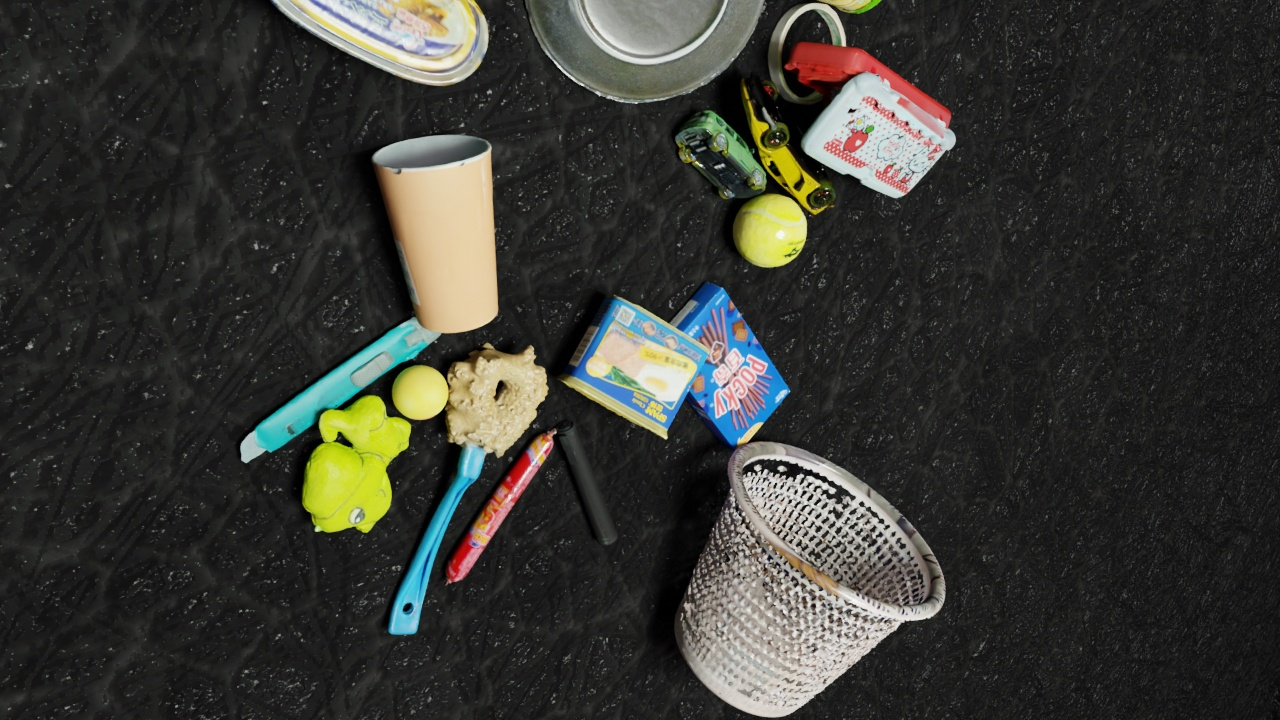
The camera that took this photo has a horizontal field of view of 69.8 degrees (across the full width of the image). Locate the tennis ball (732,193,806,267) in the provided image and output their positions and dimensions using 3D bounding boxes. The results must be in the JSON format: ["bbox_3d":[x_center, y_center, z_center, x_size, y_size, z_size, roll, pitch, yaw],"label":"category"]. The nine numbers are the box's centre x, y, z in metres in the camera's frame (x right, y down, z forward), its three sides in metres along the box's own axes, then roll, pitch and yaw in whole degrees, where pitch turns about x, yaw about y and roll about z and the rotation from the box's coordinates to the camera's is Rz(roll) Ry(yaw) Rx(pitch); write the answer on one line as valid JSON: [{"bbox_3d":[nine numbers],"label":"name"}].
[{"bbox_3d":[0.115,-0.115,0.816,0.065,0.065,0.065,-14,115,-33],"label":"tennis ball"}]

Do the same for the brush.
[{"bbox_3d":[-0.145,0.101,0.722,0.083,0.046,0.255,16,101,-44],"label":"brush"}]

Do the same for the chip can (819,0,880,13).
[{"bbox_3d":[0.114,-0.333,0.728,0.220,0.073,0.073,-2,108,-37],"label":"chip can"}]

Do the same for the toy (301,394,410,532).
[{"bbox_3d":[-0.208,0.077,0.663,0.100,0.031,0.097,-51,133,-15],"label":"toy"}]

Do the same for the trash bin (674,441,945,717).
[{"bbox_3d":[0.139,0.220,0.875,0.227,0.227,0.192,9,121,-39],"label":"trash bin"}]

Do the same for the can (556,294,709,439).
[{"bbox_3d":[-0.005,0.004,0.761,0.102,0.057,0.083,31,85,-16],"label":"can"}]

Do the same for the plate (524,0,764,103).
[{"bbox_3d":[0.007,-0.267,0.647,0.179,0.024,0.180,-5,124,-7],"label":"plate"}]

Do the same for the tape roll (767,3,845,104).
[{"bbox_3d":[0.149,-0.272,0.817,0.085,0.014,0.086,-14,115,-33],"label":"tape roll"}]

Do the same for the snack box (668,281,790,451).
[{"bbox_3d":[0.078,0.010,0.861,0.084,0.026,0.157,-48,129,-12],"label":"snack box"}]

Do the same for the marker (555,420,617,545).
[{"bbox_3d":[-0.047,0.110,0.807,0.020,0.022,0.132,-13,121,7],"label":"marker"}]

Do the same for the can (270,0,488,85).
[{"bbox_3d":[-0.163,-0.223,0.557,0.148,0.049,0.075,19,115,-41],"label":"can"}]

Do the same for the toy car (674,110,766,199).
[{"bbox_3d":[0.070,-0.171,0.774,0.091,0.043,0.036,40,58,-32],"label":"toy car"}]

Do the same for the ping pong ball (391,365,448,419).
[{"bbox_3d":[-0.161,0.023,0.672,0.040,0.040,0.040,-14,115,-33],"label":"ping pong ball"}]

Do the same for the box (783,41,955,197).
[{"bbox_3d":[0.203,-0.203,0.814,0.201,0.095,0.099,6,103,-50],"label":"box"}]

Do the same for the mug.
[{"bbox_3d":[-0.135,-0.085,0.633,0.078,0.078,0.123,-21,123,-30],"label":"mug"}]

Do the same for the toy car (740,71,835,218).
[{"bbox_3d":[0.125,-0.187,0.798,0.041,0.071,0.156,-26,141,24],"label":"toy car"}]

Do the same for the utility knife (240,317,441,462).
[{"bbox_3d":[-0.211,0.019,0.650,0.164,0.013,0.029,-38,126,-20],"label":"utility knife"}]

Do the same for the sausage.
[{"bbox_3d":[-0.117,0.120,0.759,0.020,0.020,0.155,40,81,-40],"label":"sausage"}]
